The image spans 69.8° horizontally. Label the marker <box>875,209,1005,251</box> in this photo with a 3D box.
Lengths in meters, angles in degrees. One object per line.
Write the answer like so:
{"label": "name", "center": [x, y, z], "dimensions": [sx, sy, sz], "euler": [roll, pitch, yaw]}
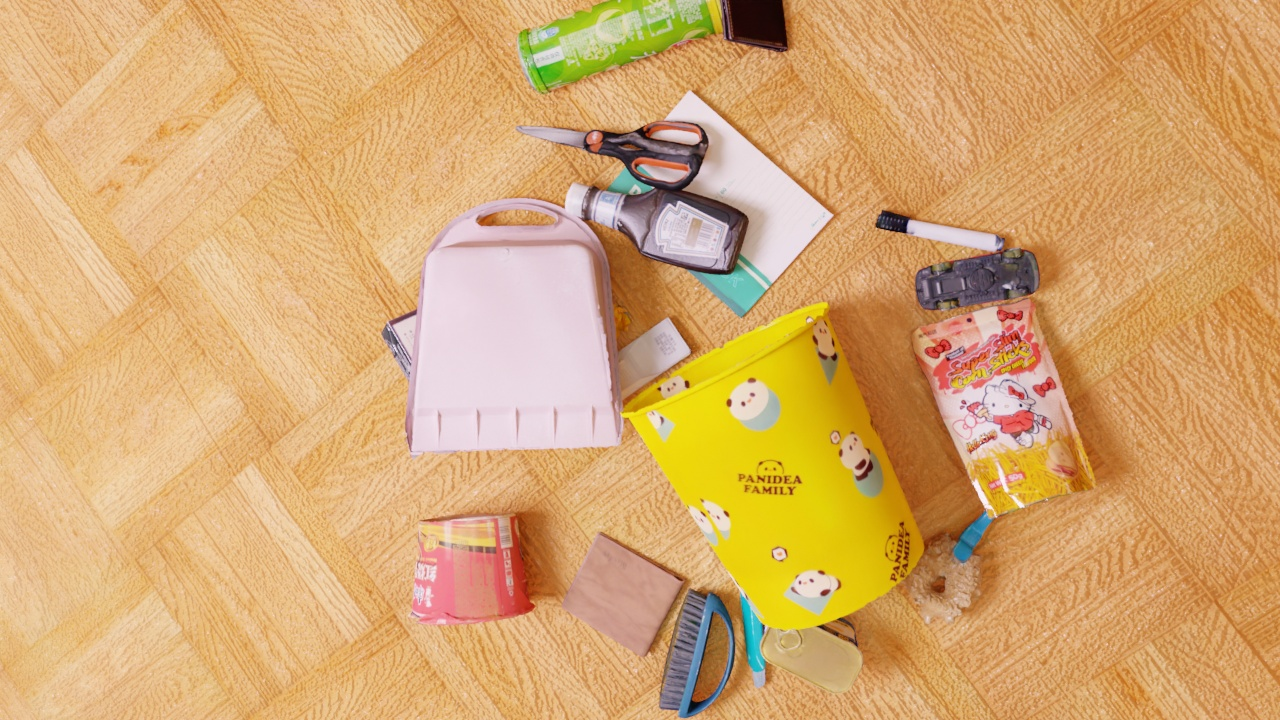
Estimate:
{"label": "marker", "center": [0.313, -0.135, 0.959], "dimensions": [0.131, 0.018, 0.023], "euler": [12, 112, 10]}

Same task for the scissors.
{"label": "scissors", "center": [-0.042, -0.225, 0.993], "dimensions": [0.235, 0.022, 0.124], "euler": [-4, 65, 13]}

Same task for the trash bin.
{"label": "trash bin", "center": [0.139, 0.107, 0.911], "dimensions": [0.230, 0.229, 0.255], "euler": [-27, 94, 10]}

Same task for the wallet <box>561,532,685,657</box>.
{"label": "wallet", "center": [-0.021, 0.266, 1.044], "dimensions": [0.115, 0.020, 0.101], "euler": [27, 96, 10]}

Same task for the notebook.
{"label": "notebook", "center": [0.082, -0.170, 1.003], "dimensions": [0.209, 0.012, 0.150], "euler": [42, 100, 5]}

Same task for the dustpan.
{"label": "dustpan", "center": [-0.130, -0.040, 0.986], "dimensions": [0.222, 0.139, 0.273], "euler": [1, 96, -4]}

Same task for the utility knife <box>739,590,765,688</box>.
{"label": "utility knife", "center": [0.123, 0.282, 1.019], "dimensions": [0.029, 0.013, 0.171], "euler": [-2, 95, 45]}

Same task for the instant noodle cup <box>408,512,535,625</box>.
{"label": "instant noodle cup", "center": [-0.187, 0.227, 1.020], "dimensions": [0.138, 0.138, 0.108], "euler": [-4, 84, 10]}

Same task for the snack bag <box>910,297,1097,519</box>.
{"label": "snack bag", "center": [0.368, 0.047, 0.929], "dimensions": [0.129, 0.073, 0.207], "euler": [-19, 73, 11]}

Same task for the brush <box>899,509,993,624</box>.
{"label": "brush", "center": [0.364, 0.165, 0.958], "dimensions": [0.083, 0.046, 0.255], "euler": [38, 95, 16]}

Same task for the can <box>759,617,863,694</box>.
{"label": "can", "center": [0.181, 0.298, 0.976], "dimensions": [0.102, 0.083, 0.057], "euler": [24, 97, 8]}

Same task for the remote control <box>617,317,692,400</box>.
{"label": "remote control", "center": [-0.006, 0.006, 1.022], "dimensions": [0.125, 0.024, 0.049], "euler": [-35, 87, 10]}

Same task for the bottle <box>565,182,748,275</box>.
{"label": "bottle", "center": [0.015, -0.150, 0.989], "dimensions": [0.195, 0.044, 0.080], "euler": [17, 94, 10]}

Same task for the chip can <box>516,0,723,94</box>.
{"label": "chip can", "center": [-0.023, -0.350, 0.979], "dimensions": [0.221, 0.072, 0.072], "euler": [-16, 90, 10]}

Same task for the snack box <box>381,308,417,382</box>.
{"label": "snack box", "center": [-0.204, -0.015, 1.023], "dimensions": [0.125, 0.053, 0.113], "euler": [-29, 87, -32]}

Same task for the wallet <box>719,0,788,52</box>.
{"label": "wallet", "center": [0.113, -0.386, 0.949], "dimensions": [0.020, 0.096, 0.122], "euler": [-7, 91, 50]}

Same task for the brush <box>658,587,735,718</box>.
{"label": "brush", "center": [0.066, 0.327, 1.012], "dimensions": [0.073, 0.055, 0.144], "euler": [15, 95, 10]}

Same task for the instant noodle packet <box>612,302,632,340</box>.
{"label": "instant noodle packet", "center": [-0.086, -0.030, 1.012], "dimensions": [0.128, 0.044, 0.110], "euler": [25, 72, 6]}

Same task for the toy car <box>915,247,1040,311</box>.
{"label": "toy car", "center": [0.345, -0.083, 0.943], "dimensions": [0.121, 0.045, 0.053], "euler": [-8, 94, 16]}
